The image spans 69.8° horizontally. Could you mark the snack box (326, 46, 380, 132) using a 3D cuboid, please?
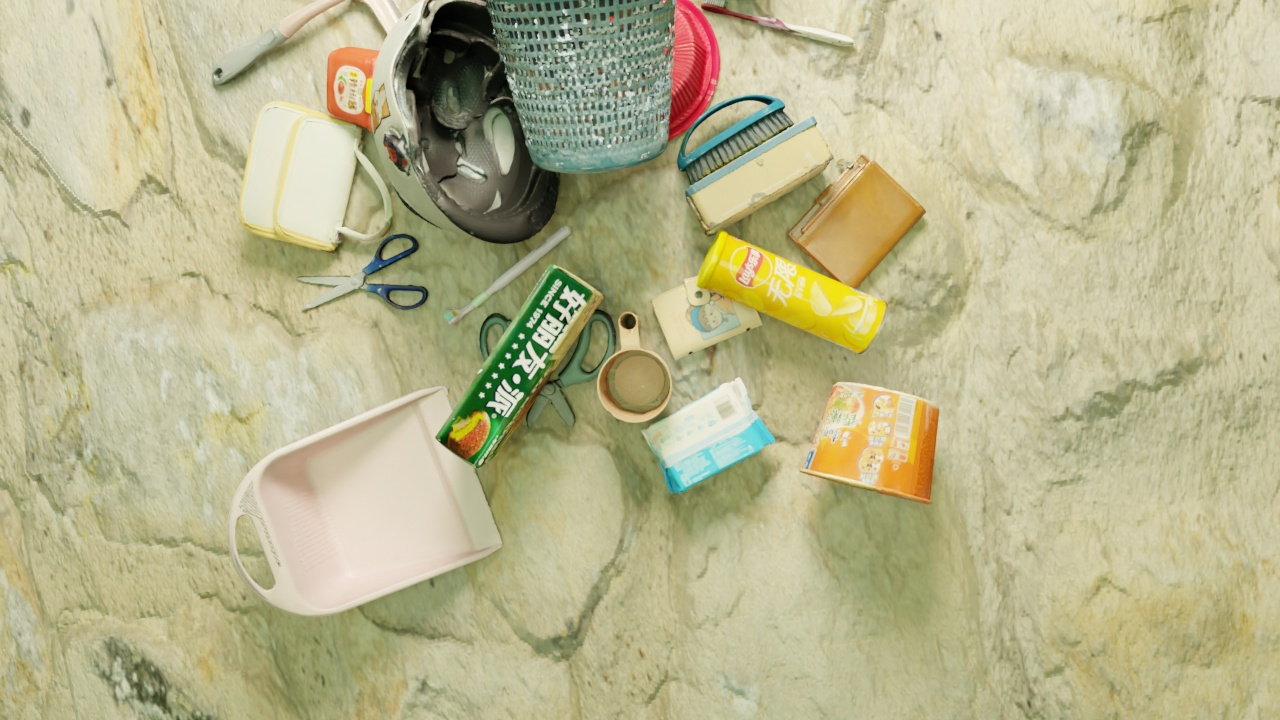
[{"bbox_3d":[-0.323,-0.324,1.086,0.080,0.081,0.091,15,117,8],"label":"snack box"}]

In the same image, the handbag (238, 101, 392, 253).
[{"bbox_3d":[-0.384,-0.215,1.111,0.179,0.063,0.163,14,95,-1],"label":"handbag"}]

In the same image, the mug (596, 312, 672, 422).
[{"bbox_3d":[-0.006,0.006,1.072,0.084,0.103,0.124,-6,92,3],"label":"mug"}]

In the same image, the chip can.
[{"bbox_3d":[0.174,-0.077,1.062,0.213,0.072,0.072,23,94,-4],"label":"chip can"}]

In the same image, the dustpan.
[{"bbox_3d":[-0.327,0.180,1.083,0.273,0.138,0.222,-23,90,5],"label":"dustpan"}]

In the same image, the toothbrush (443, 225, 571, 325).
[{"bbox_3d":[-0.162,-0.106,1.120,0.189,0.029,0.021,-37,130,3],"label":"toothbrush"}]

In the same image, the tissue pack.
[{"bbox_3d":[0.078,0.091,1.091,0.140,0.063,0.090,-29,89,3],"label":"tissue pack"}]

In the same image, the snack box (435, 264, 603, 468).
[{"bbox_3d":[-0.135,0.005,1.057,0.063,0.114,0.240,34,94,1],"label":"snack box"}]

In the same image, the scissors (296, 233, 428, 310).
[{"bbox_3d":[-0.341,-0.105,1.135,0.165,0.012,0.157,25,96,3],"label":"scissors"}]

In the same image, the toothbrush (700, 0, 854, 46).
[{"bbox_3d":[0.163,-0.402,1.089,0.187,0.016,0.017,16,83,3],"label":"toothbrush"}]

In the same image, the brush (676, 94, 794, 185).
[{"bbox_3d":[0.104,-0.266,1.077,0.144,0.055,0.073,-32,91,5],"label":"brush"}]

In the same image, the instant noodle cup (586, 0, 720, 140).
[{"bbox_3d":[-0.002,-0.353,1.076,0.194,0.066,0.194,0,93,3],"label":"instant noodle cup"}]

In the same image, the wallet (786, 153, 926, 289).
[{"bbox_3d":[0.250,-0.167,1.082,0.119,0.035,0.131,42,94,-1],"label":"wallet"}]

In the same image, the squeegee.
[{"bbox_3d":[-0.421,-0.404,1.113,0.250,0.040,0.247,-29,92,5],"label":"squeegee"}]

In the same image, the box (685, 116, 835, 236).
[{"bbox_3d":[0.142,-0.213,1.062,0.184,0.090,0.059,-32,89,2],"label":"box"}]

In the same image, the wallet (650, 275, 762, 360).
[{"bbox_3d":[0.078,-0.061,1.105,0.115,0.024,0.087,-22,95,4],"label":"wallet"}]

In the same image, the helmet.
[{"bbox_3d":[-0.210,-0.263,1.036,0.157,0.229,0.274,1,101,43],"label":"helmet"}]

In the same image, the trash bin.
[{"bbox_3d":[-0.054,-0.307,0.952,0.226,0.226,0.195,-3,118,4],"label":"trash bin"}]

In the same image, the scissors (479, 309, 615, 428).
[{"bbox_3d":[-0.104,-0.009,1.121,0.180,0.019,0.170,-35,89,3],"label":"scissors"}]

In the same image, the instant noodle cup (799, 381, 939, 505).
[{"bbox_3d":[0.268,0.092,1.044,0.151,0.151,0.111,14,85,3],"label":"instant noodle cup"}]
